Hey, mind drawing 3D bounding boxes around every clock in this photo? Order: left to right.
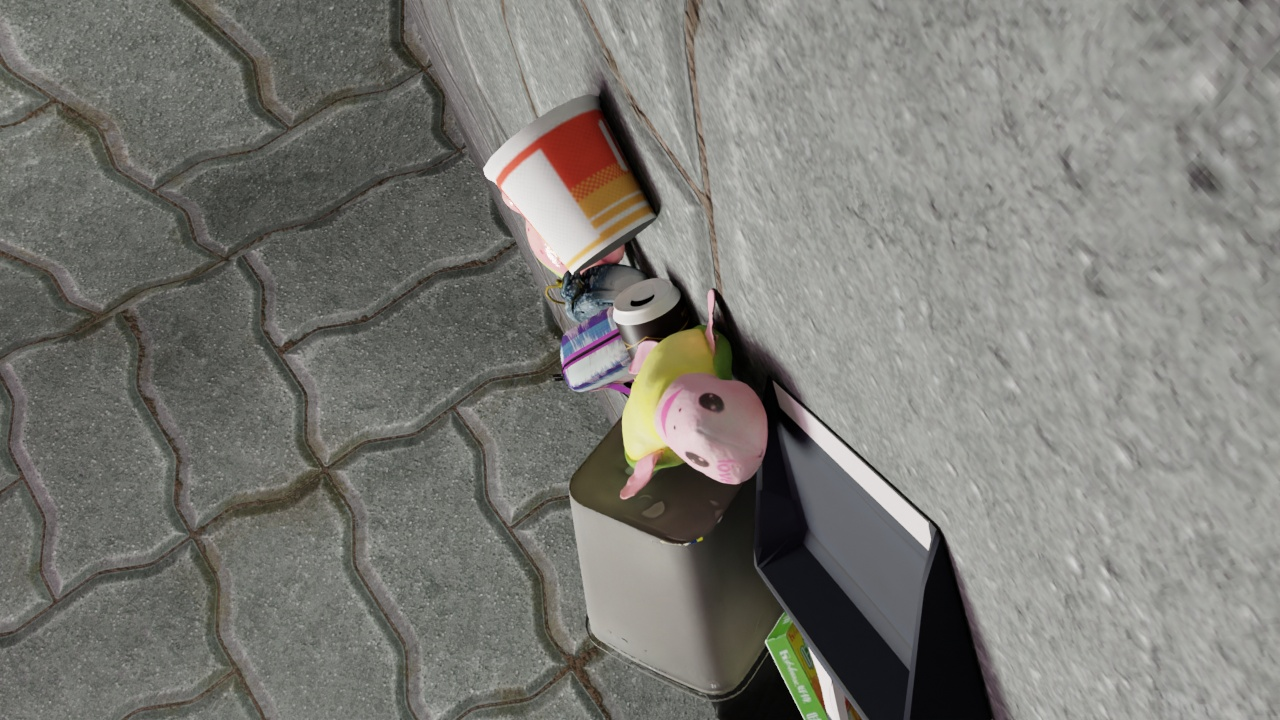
[{"bbox_3d":[-0.043,-0.069,1.029,0.090,0.129,0.052,81,-169,-68],"label":"clock"}]

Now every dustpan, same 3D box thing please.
[{"bbox_3d":[0.147,0.182,0.676,0.273,0.080,0.236,67,173,-27],"label":"dustpan"}]

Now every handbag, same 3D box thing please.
[{"bbox_3d":[-0.006,0.006,1.045,0.169,0.145,0.068,26,-139,-54],"label":"handbag"},{"bbox_3d":[0.161,0.397,1.119,0.125,0.153,0.115,61,172,-19],"label":"handbag"}]

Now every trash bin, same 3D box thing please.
[{"bbox_3d":[0.041,0.176,0.910,0.198,0.196,0.220,17,139,30],"label":"trash bin"}]

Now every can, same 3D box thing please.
[{"bbox_3d":[0.024,-0.012,0.925,0.129,0.072,0.072,67,173,-29],"label":"can"}]

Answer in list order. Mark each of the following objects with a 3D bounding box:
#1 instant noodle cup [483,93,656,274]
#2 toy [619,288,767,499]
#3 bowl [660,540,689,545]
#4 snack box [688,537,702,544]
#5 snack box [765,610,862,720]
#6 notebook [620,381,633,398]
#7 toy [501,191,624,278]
[{"bbox_3d":[-0.057,-0.155,0.842,0.121,0.123,0.123,56,174,-2],"label":"instant noodle cup"},{"bbox_3d":[0.035,0.035,0.784,0.087,0.190,0.238,27,178,-21],"label":"toy"},{"bbox_3d":[0.037,0.227,1.274,0.074,0.118,0.118,37,173,1],"label":"bowl"},{"bbox_3d":[0.084,0.232,1.348,0.125,0.088,0.040,62,174,12],"label":"snack box"},{"bbox_3d":[0.179,0.296,0.830,0.168,0.027,0.131,63,-152,2],"label":"snack box"},{"bbox_3d":[-0.029,0.026,1.245,0.149,0.016,0.206,39,-179,-2],"label":"notebook"},{"bbox_3d":[-0.081,-0.170,1.053,0.192,0.096,0.237,31,147,32],"label":"toy"}]
